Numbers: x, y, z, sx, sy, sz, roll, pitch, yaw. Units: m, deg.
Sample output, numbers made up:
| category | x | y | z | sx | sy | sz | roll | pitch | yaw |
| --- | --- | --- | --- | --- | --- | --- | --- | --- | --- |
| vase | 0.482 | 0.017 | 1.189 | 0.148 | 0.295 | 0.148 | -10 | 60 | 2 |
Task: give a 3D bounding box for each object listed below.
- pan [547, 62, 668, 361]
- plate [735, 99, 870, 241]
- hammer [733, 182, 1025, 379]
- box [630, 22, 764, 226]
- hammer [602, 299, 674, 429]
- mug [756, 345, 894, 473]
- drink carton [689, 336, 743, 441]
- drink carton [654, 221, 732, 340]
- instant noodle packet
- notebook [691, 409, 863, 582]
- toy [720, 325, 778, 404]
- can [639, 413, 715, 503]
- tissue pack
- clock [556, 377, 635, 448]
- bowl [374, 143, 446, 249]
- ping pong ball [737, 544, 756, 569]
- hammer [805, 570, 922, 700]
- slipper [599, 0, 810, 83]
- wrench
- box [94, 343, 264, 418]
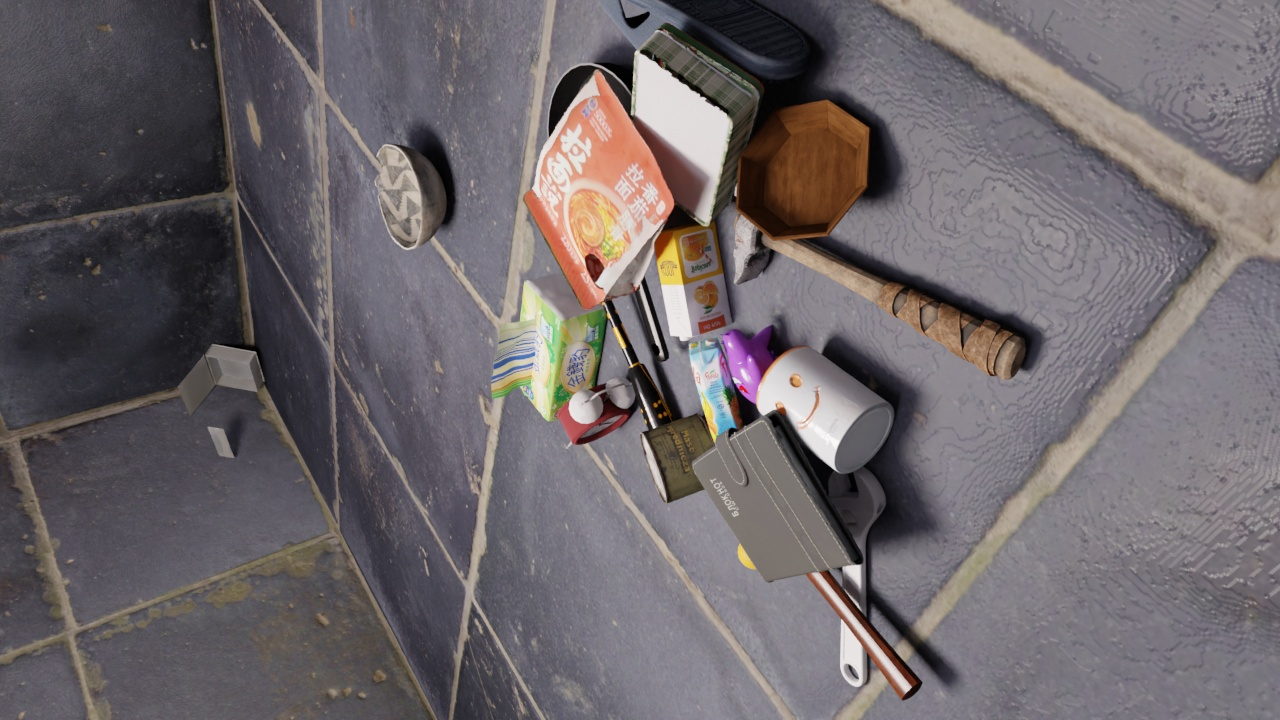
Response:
| category | x | y | z | sx | sy | sz | roll | pitch | yaw |
| --- | --- | --- | --- | --- | --- | --- | --- | --- | --- |
| pan | -0.014 | -0.173 | 1.084 | 0.205 | 0.044 | 0.356 | -6 | 104 | 55 |
| plate | 0.147 | -0.165 | 0.813 | 0.132 | 0.025 | 0.131 | -8 | 76 | 32 |
| hammer | 0.197 | -0.069 | 0.821 | 0.319 | 0.048 | 0.122 | 36 | 137 | 41 |
| box | 0.046 | -0.219 | 0.876 | 0.117 | 0.050 | 0.206 | 40 | 163 | 12 |
| hammer | -0.007 | 0.007 | 1.161 | 0.123 | 0.036 | 0.320 | 163 | 83 | -88 |
| mug | 0.175 | 0.046 | 0.876 | 0.105 | 0.082 | 0.082 | 40 | 137 | 39 |
| drink carton | 0.086 | 0.037 | 1.022 | 0.044 | 0.039 | 0.129 | -83 | -23 | -67 |
| drink carton | 0.058 | -0.086 | 1.009 | 0.040 | 0.058 | 0.122 | 7 | 112 | 56 |
| instant noodle packet | -0.034 | -0.178 | 0.972 | 0.164 | 0.083 | 0.221 | 62 | 153 | 11 |
| notebook | 0.130 | 0.145 | 0.938 | 0.169 | 0.029 | 0.209 | 58 | 154 | 8 |
| toy | 0.123 | 0.009 | 0.961 | 0.106 | 0.056 | 0.088 | 52 | -161 | -80 |
| can | 0.049 | 0.115 | 1.088 | 0.090 | 0.074 | 0.090 | 161 | 91 | -82 |
| tissue pack | -0.141 | -0.011 | 1.275 | 0.120 | 0.141 | 0.198 | 41 | 137 | 40 |
| clock | -0.059 | 0.068 | 1.236 | 0.048 | 0.096 | 0.138 | 61 | 150 | 16 |
| bowl | -0.377 | -0.281 | 1.556 | 0.178 | 0.081 | 0.179 | 29 | 128 | 47 |
| ping pong ball | 0.134 | 0.223 | 1.071 | 0.040 | 0.040 | 0.040 | 33 | 132 | 46 |
| hammer | 0.188 | 0.225 | 0.972 | 0.300 | 0.028 | 0.111 | 52 | 149 | 36 |
| slipper | 0.052 | -0.311 | 0.876 | 0.263 | 0.101 | 0.083 | 41 | 146 | 30 |
| wrench | 0.224 | 0.231 | 0.960 | 0.066 | 0.018 | 0.274 | 24 | 126 | 50 |
| box | -1.603 | 0.084 | 3.217 | 0.173 | 0.511 | 0.167 | 50 | 150 | 31 |
